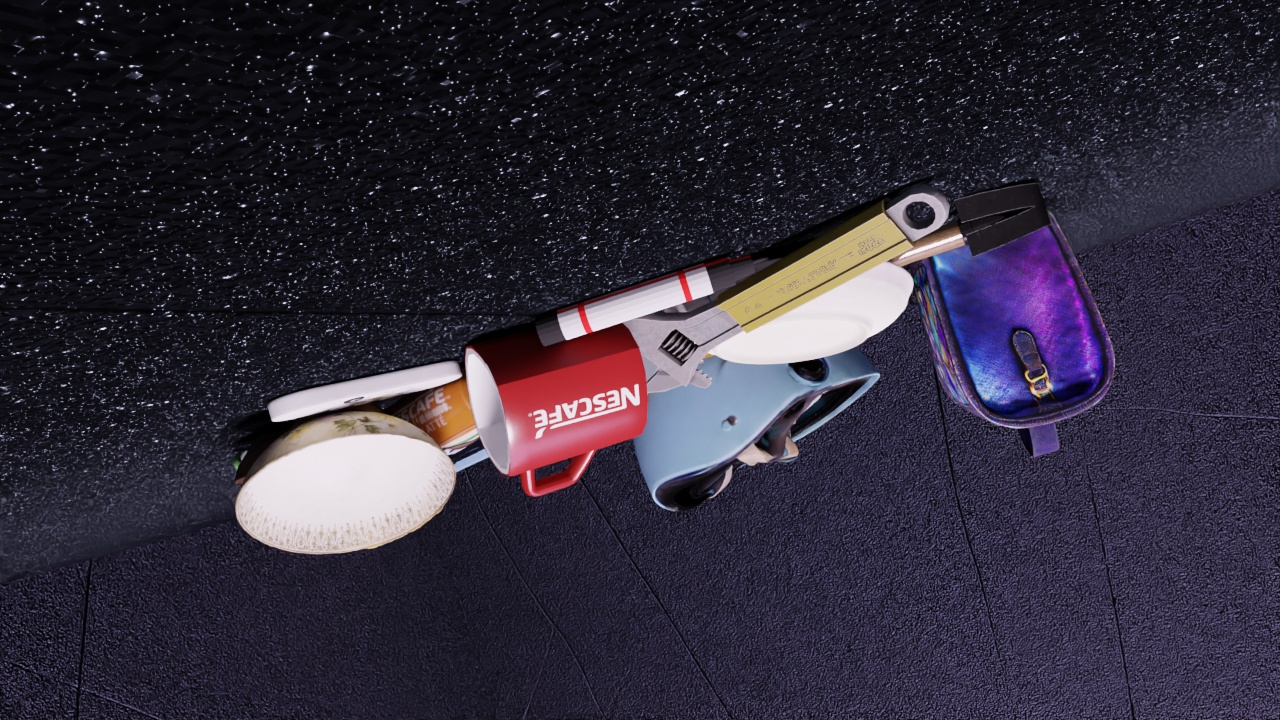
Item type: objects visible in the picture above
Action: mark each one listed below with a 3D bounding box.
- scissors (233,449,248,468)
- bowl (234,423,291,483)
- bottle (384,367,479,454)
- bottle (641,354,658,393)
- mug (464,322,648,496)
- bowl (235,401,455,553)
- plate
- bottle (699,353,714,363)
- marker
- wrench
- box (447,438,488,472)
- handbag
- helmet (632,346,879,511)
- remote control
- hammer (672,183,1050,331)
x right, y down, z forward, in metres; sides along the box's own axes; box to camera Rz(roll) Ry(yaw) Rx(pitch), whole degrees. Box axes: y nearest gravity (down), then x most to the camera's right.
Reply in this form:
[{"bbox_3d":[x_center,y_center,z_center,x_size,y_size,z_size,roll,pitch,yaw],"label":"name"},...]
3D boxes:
[{"bbox_3d":[-0.314,0.086,0.861,0.065,0.033,0.174,20,-174,8],"label":"scissors"},{"bbox_3d":[-0.270,0.067,0.744,0.119,0.032,0.119,-17,176,-1],"label":"bowl"},{"bbox_3d":[-0.135,0.033,0.694,0.168,0.059,0.059,-30,170,33],"label":"bottle"},{"bbox_3d":[-0.005,0.005,0.799,0.072,0.046,0.161,-56,177,2],"label":"bottle"},{"bbox_3d":[-0.055,0.034,0.611,0.096,0.116,0.080,-16,-148,-23],"label":"mug"},{"bbox_3d":[-0.210,0.073,0.653,0.145,0.063,0.145,-15,143,-11],"label":"bowl"},{"bbox_3d":[0.109,-0.029,0.676,0.182,0.034,0.182,-4,165,-1],"label":"plate"},{"bbox_3d":[0.120,-0.040,0.823,0.186,0.053,0.053,-17,176,0],"label":"bottle"},{"bbox_3d":[0.007,-0.039,0.558,0.146,0.019,0.019,-18,176,4],"label":"marker"},{"bbox_3d":[0.072,-0.041,0.590,0.274,0.083,0.018,-30,-159,41],"label":"wrench"},{"bbox_3d":[-0.211,0.096,0.863,0.209,0.039,0.126,-25,-150,10],"label":"box"},{"bbox_3d":[0.347,-0.018,0.871,0.126,0.222,0.204,-18,177,12],"label":"handbag"},{"bbox_3d":[0.108,0.034,0.938,0.265,0.166,0.226,-20,164,-20],"label":"helmet"},{"bbox_3d":[-0.180,0.019,0.612,0.136,0.013,0.043,-14,175,-45],"label":"remote control"},{"bbox_3d":[0.158,-0.069,0.724,0.306,0.040,0.132,-18,180,23],"label":"hammer"}]
